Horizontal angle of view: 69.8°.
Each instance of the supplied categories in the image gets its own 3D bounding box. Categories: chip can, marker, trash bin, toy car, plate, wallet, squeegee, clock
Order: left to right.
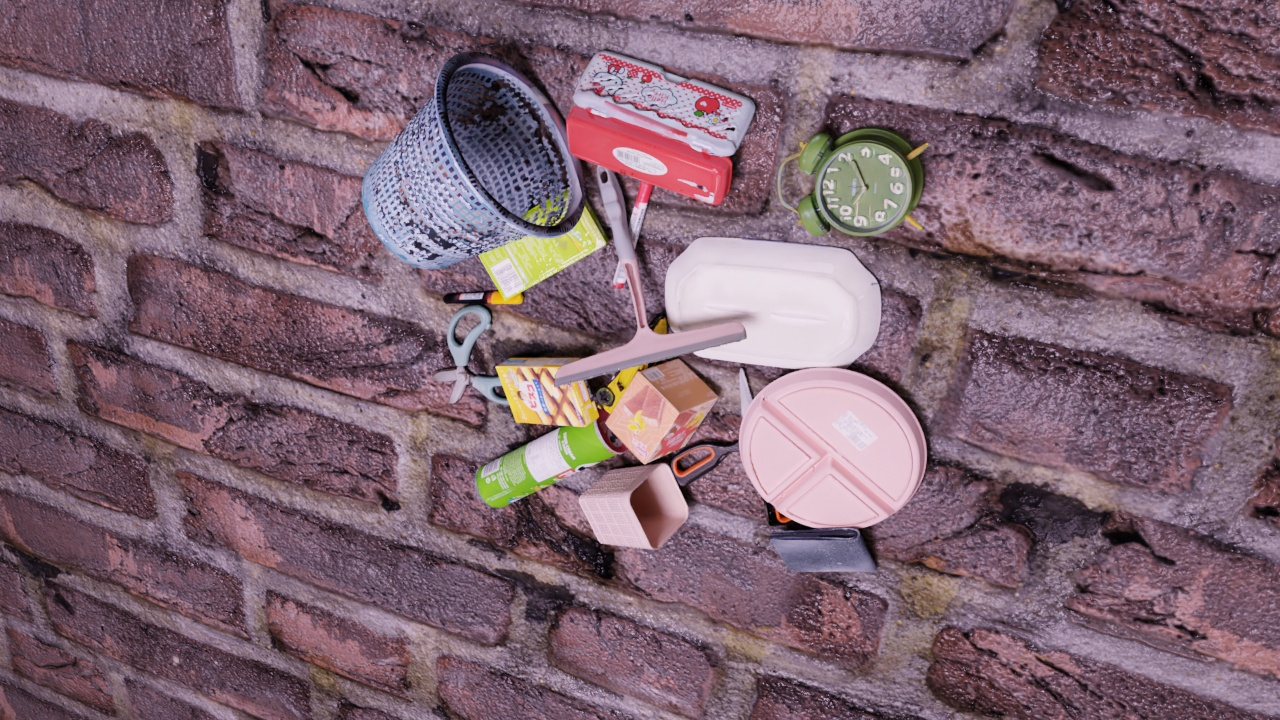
[{"bbox_3d":[-0.209,-0.211,1.073,0.196,0.225,0.226,-23,103,33],"label":"trash bin"},{"bbox_3d":[-0.215,-0.084,1.246,0.124,0.018,0.015,1,147,22],"label":"marker"},{"bbox_3d":[-0.127,0.137,1.279,0.237,0.072,0.072,-27,101,29],"label":"chip can"},{"bbox_3d":[-0.015,-0.116,1.110,0.248,0.040,0.249,-14,89,18],"label":"squeegee"},{"bbox_3d":[-0.010,-0.155,1.133,0.017,0.017,0.145,23,119,11],"label":"marker"},{"bbox_3d":[-0.007,0.007,1.173,0.041,0.071,0.156,35,120,5],"label":"toy car"},{"bbox_3d":[0.151,-0.061,1.101,0.266,0.034,0.162,8,116,18],"label":"plate"},{"bbox_3d":[0.238,0.250,1.195,0.121,0.019,0.097,-6,139,26],"label":"wallet"},{"bbox_3d":[0.232,0.117,1.130,0.230,0.028,0.230,8,117,16],"label":"plate"},{"bbox_3d":[0.229,-0.191,0.999,0.161,0.056,0.116,5,113,20],"label":"clock"}]

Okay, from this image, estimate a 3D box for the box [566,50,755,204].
[{"bbox_3d":[0.023,-0.269,1.057,0.201,0.100,0.102,22,157,10],"label":"box"}]

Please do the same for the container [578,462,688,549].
[{"bbox_3d":[-0.012,0.197,1.241,0.111,0.090,0.090,-10,111,45],"label":"container"}]

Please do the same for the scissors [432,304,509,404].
[{"bbox_3d":[-0.228,-0.007,1.286,0.170,0.019,0.181,-1,113,23],"label":"scissors"}]

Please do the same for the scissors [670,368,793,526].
[{"bbox_3d":[0.140,0.119,1.198,0.221,0.021,0.234,-15,107,21],"label":"scissors"}]

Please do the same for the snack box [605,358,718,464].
[{"bbox_3d":[0.027,0.063,1.161,0.077,0.092,0.095,45,123,20],"label":"snack box"}]

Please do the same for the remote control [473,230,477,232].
[{"bbox_3d":[-0.184,-0.171,1.190,0.150,0.021,0.058,43,113,-2],"label":"remote control"}]

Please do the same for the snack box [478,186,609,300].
[{"bbox_3d":[-0.126,-0.148,1.156,0.157,0.026,0.086,-28,98,17],"label":"snack box"}]

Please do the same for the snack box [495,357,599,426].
[{"bbox_3d":[-0.124,0.041,1.215,0.141,0.033,0.087,2,117,43],"label":"snack box"}]
